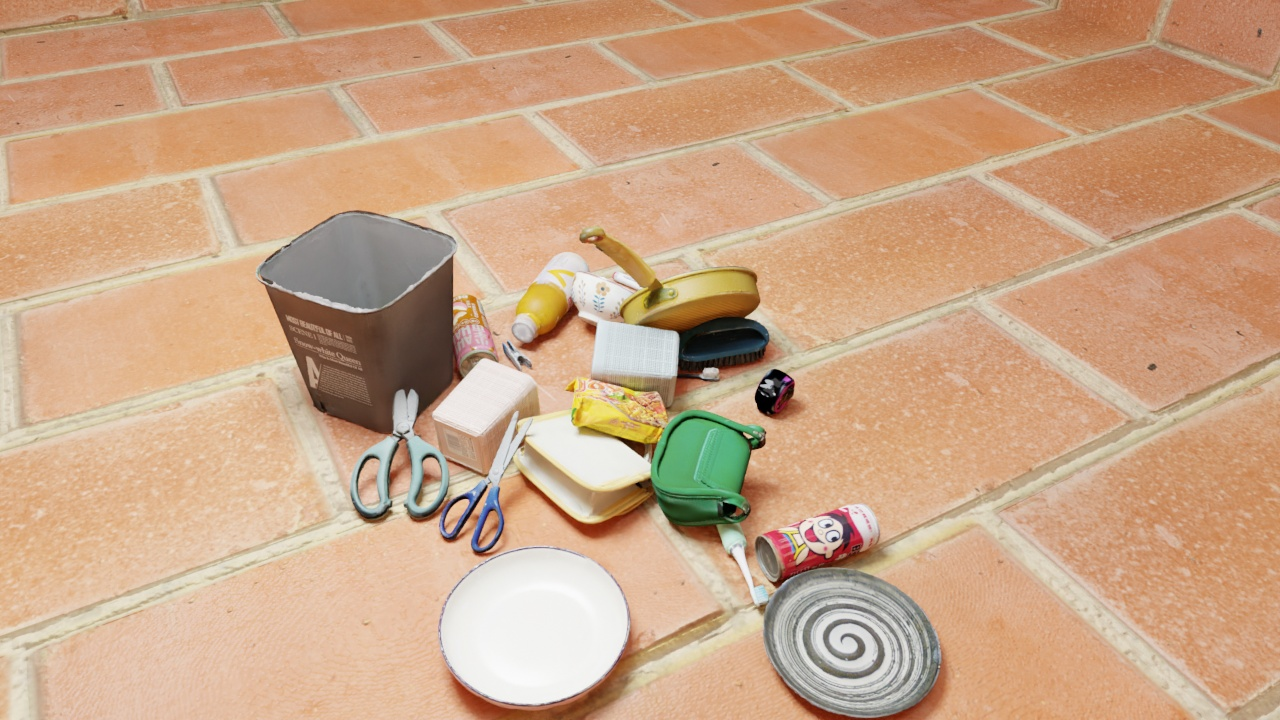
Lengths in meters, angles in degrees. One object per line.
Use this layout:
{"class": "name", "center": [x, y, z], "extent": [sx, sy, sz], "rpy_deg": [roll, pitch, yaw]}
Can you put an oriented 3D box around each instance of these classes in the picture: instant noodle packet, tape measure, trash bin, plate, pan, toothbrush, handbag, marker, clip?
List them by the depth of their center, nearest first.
{"class": "plate", "center": [-0.106, 0.274, 0.932], "extent": [0.192, 0.039, 0.192], "rpy_deg": [1, 38, -1]}
{"class": "plate", "center": [0.214, 0.288, 0.937], "extent": [0.179, 0.024, 0.179], "rpy_deg": [0, 38, 0]}
{"class": "toothbrush", "center": [0.102, 0.191, 1.054], "extent": [0.027, 0.026, 0.224], "rpy_deg": [-22, 40, 2]}
{"class": "handbag", "center": [0.079, 0.124, 1.064], "extent": [0.120, 0.068, 0.131], "rpy_deg": [1, 45, 21]}
{"class": "handbag", "center": [-0.048, 0.120, 1.127], "extent": [0.178, 0.063, 0.163], "rpy_deg": [-15, 39, -43]}
{"class": "instant noodle packet", "center": [-0.030, 0.060, 1.152], "extent": [0.128, 0.044, 0.110], "rpy_deg": [13, 18, -10]}
{"class": "trash bin", "center": [-0.349, -0.045, 1.186], "extent": [0.199, 0.220, 0.198], "rpy_deg": [18, 40, 19]}
{"class": "pan", "center": [0.028, -0.100, 1.209], "extent": [0.198, 0.356, 0.078], "rpy_deg": [-21, 75, 25]}
{"class": "tape measure", "center": [0.180, 0.042, 1.222], "extent": [0.039, 0.057, 0.057], "rpy_deg": [30, 61, 24]}
{"class": "toothbrush", "center": [0.021, 0.018, 1.283], "extent": [0.181, 0.018, 0.015], "rpy_deg": [1, 45, 2]}
{"class": "clip", "center": [-0.177, -0.005, 1.300], "extent": [0.032, 0.025, 0.057], "rpy_deg": [-31, 55, -26]}
{"class": "marker", "center": [0.016, -0.110, 1.444], "extent": [0.145, 0.017, 0.017], "rpy_deg": [25, 44, 27]}

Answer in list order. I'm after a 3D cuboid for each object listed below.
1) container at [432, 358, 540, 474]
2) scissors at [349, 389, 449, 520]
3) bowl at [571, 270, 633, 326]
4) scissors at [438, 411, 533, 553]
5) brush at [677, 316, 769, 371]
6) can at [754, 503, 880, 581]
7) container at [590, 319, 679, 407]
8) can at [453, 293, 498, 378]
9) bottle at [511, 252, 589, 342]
{"class": "container", "center": [-0.193, 0.073, 1.149], "extent": [0.090, 0.090, 0.110], "rpy_deg": [20, 45, 21]}
{"class": "scissors", "center": [-0.300, 0.110, 1.101], "extent": [0.143, 0.019, 0.179], "rpy_deg": [-11, 65, -7]}
{"class": "bowl", "center": [-0.054, -0.081, 1.353], "extent": [0.113, 0.113, 0.062], "rpy_deg": [21, 86, 23]}
{"class": "scissors", "center": [-0.162, 0.142, 1.058], "extent": [0.172, 0.012, 0.132], "rpy_deg": [-39, 63, -5]}
{"class": "brush", "center": [0.114, -0.029, 1.296], "extent": [0.143, 0.074, 0.055], "rpy_deg": [-9, 49, -11]}
{"class": "can", "center": [0.198, 0.201, 1.022], "extent": [0.132, 0.053, 0.053], "rpy_deg": [-14, 41, -19]}
{"class": "container", "center": [-0.007, 0.007, 1.226], "extent": [0.111, 0.090, 0.090], "rpy_deg": [5, 53, 1]}
{"class": "can", "center": [-0.241, -0.034, 1.305], "extent": [0.058, 0.058, 0.147], "rpy_deg": [-10, 39, -14]}
{"class": "bottle", "center": [-0.137, -0.093, 1.376], "extent": [0.068, 0.068, 0.189], "rpy_deg": [13, 40, 15]}
